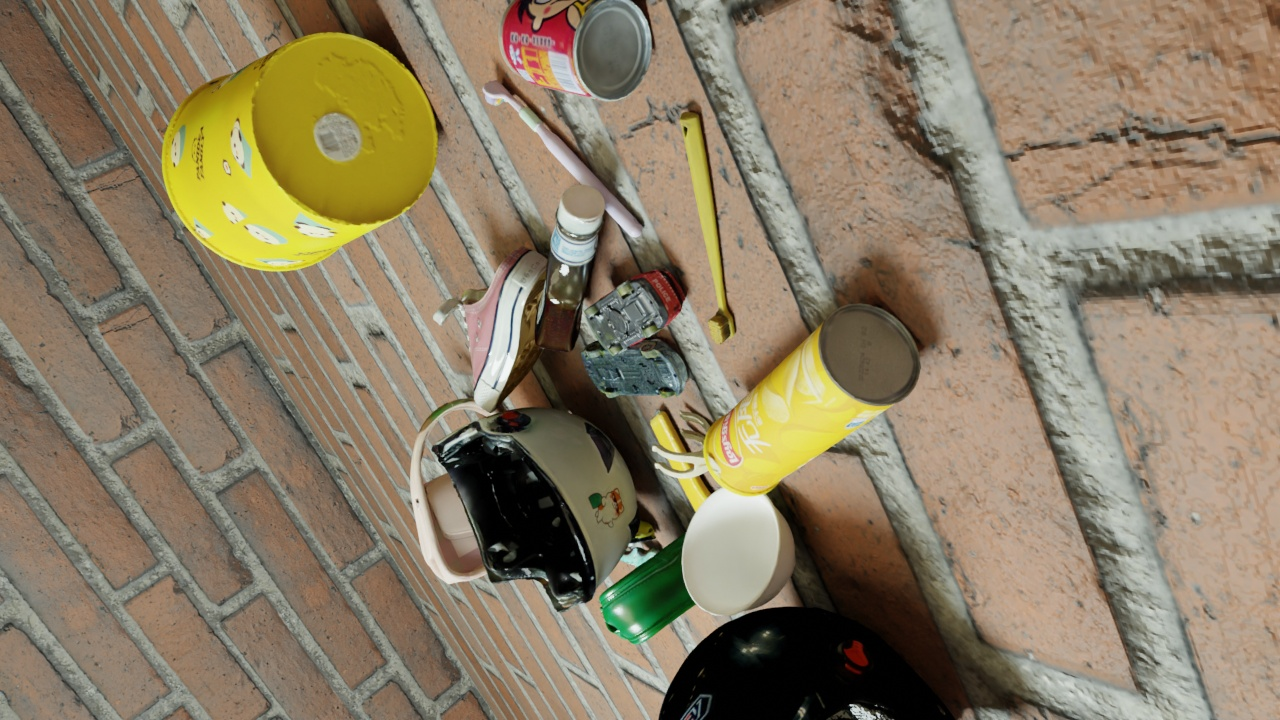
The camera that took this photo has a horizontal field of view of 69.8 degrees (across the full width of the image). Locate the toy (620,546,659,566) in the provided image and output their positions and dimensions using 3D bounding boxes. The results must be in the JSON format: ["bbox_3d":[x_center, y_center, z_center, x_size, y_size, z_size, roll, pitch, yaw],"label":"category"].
[{"bbox_3d":[0.010,0.258,1.121,0.097,0.030,0.092,8,128,29],"label":"toy"}]

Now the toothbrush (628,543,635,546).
[{"bbox_3d":[-0.045,0.253,1.213,0.026,0.026,0.222,16,157,-14],"label":"toothbrush"}]

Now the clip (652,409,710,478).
[{"bbox_3d":[0.052,0.091,0.826,0.102,0.095,0.035,47,155,39],"label":"clip"}]

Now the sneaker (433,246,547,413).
[{"bbox_3d":[-0.152,-0.038,0.964,0.088,0.118,0.242,33,142,9],"label":"sneaker"}]

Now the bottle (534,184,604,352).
[{"bbox_3d":[-0.062,-0.080,0.799,0.044,0.079,0.195,10,152,-7],"label":"bottle"}]

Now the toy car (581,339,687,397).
[{"bbox_3d":[-0.005,0.005,0.851,0.121,0.036,0.054,2,124,46],"label":"toy car"}]

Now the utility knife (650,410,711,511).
[{"bbox_3d":[0.050,0.114,0.910,0.033,0.015,0.156,-7,114,54],"label":"utility knife"}]

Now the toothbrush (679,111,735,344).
[{"bbox_3d":[0.048,-0.090,0.672,0.016,0.016,0.190,26,142,40],"label":"toothbrush"}]

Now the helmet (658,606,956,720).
[{"bbox_3d":[0.125,0.321,0.769,0.274,0.234,0.230,24,-163,-42],"label":"helmet"}]

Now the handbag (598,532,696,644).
[{"bbox_3d":[0.018,0.246,0.989,0.068,0.131,0.120,55,157,8],"label":"handbag"}]

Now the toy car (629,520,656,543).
[{"bbox_3d":[-0.023,0.197,1.096,0.105,0.048,0.032,3,95,58],"label":"toy car"}]

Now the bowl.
[{"bbox_3d":[0.101,0.176,0.829,0.064,0.118,0.118,23,173,-35],"label":"bowl"}]

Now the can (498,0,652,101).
[{"bbox_3d":[-0.047,-0.216,0.624,0.094,0.066,0.066,27,143,43],"label":"can"}]

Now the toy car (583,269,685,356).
[{"bbox_3d":[-0.005,-0.042,0.784,0.053,0.045,0.121,59,148,-4],"label":"toy car"}]

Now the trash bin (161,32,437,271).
[{"bbox_3d":[-0.352,-0.217,0.967,0.256,0.229,0.230,1,122,52],"label":"trash bin"}]

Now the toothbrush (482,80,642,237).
[{"bbox_3d":[-0.065,-0.168,0.763,0.189,0.029,0.021,46,115,14],"label":"toothbrush"}]

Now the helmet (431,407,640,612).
[{"bbox_3d":[-0.096,0.145,1.030,0.275,0.156,0.230,-6,111,50],"label":"helmet"}]

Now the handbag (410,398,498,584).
[{"bbox_3d":[-0.225,0.164,1.245,0.093,0.192,0.234,1,112,56],"label":"handbag"}]

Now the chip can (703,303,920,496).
[{"bbox_3d":[0.113,0.036,0.655,0.072,0.071,0.214,50,152,8],"label":"chip can"}]
